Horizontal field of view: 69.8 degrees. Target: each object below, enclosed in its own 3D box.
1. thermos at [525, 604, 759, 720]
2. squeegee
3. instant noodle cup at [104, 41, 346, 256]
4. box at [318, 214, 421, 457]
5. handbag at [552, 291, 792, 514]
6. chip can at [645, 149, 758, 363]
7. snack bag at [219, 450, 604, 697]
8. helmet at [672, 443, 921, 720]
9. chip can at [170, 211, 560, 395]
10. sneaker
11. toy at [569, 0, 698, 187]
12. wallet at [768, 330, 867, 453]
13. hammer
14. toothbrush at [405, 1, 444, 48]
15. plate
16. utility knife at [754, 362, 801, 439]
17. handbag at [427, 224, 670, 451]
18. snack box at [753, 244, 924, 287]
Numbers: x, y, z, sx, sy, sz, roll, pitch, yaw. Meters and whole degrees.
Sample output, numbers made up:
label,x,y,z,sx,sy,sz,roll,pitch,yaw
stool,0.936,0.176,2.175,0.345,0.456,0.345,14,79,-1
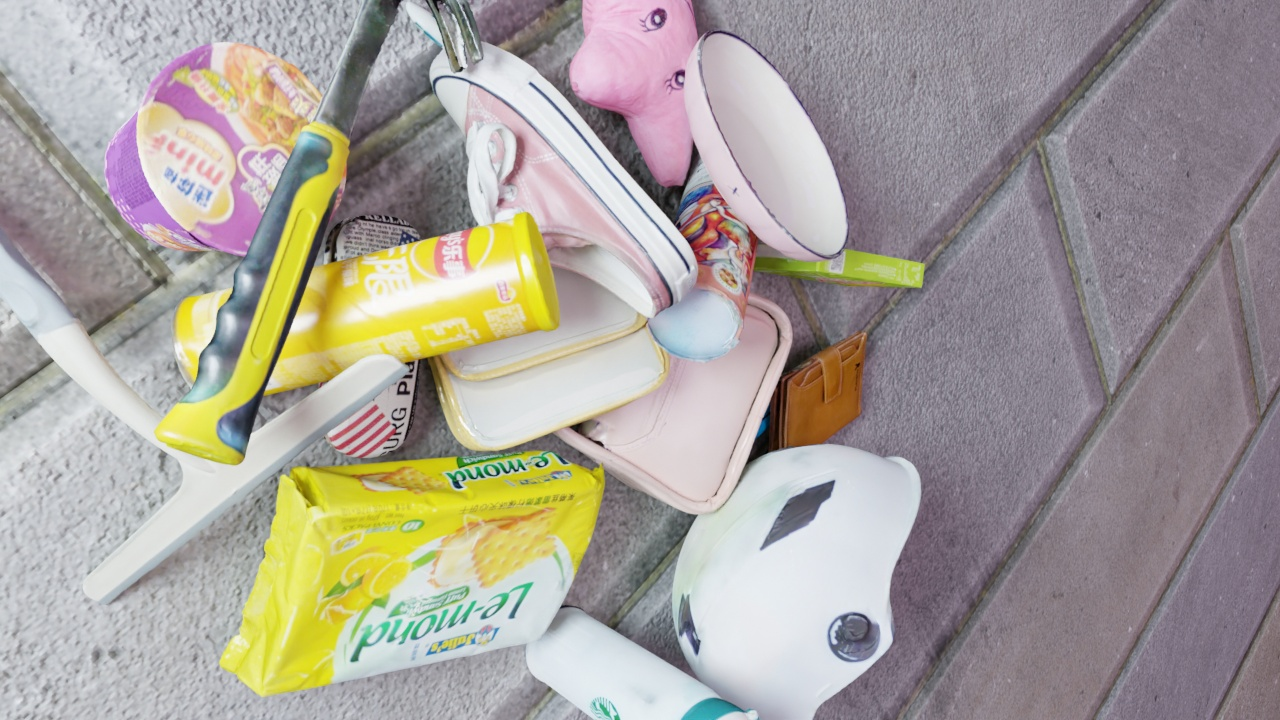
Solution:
label,x,y,z,sx,sy,sz,roll,pitch,yaw
thermos,-0.002,0.254,0.685,0.073,0.225,0.073,-7,101,-37
squeegee,-0.299,-0.011,0.489,0.247,0.039,0.246,-36,105,10
instant noodle cup,-0.238,-0.107,0.513,0.111,0.099,0.111,4,84,-46
box,-0.185,-0.016,0.620,0.074,0.064,0.164,-1,99,-62
handbag,-0.004,0.004,0.746,0.234,0.093,0.193,24,82,-30
chip can,0.057,-0.092,0.709,0.071,0.071,0.214,55,32,-30
snack bag,-0.144,0.134,0.628,0.246,0.068,0.158,2,122,-40
helmet,0.113,0.174,0.784,0.146,0.228,0.259,24,108,-5
chip can,-0.158,-0.028,0.543,0.213,0.072,0.072,-14,110,3
sneaker,-0.071,-0.111,0.599,0.087,0.118,0.241,-39,77,-17
toy,0.002,-0.226,0.702,0.178,0.075,0.195,-44,120,-41
wallet,0.174,0.032,0.896,0.130,0.035,0.119,-28,132,-37
hammer,-0.170,-0.102,0.489,0.126,0.032,0.322,30,67,-42
toothbrush,-0.093,-0.196,0.672,0.191,0.018,0.016,36,50,-37
plate,0.091,-0.156,0.696,0.192,0.039,0.192,33,43,-38
utility knife,0.124,0.044,0.884,0.165,0.018,0.034,-38,118,-29
handbag,-0.076,-0.037,0.660,0.163,0.063,0.178,-19,91,-19
snack box,0.188,-0.089,0.869,0.156,0.086,0.026,3,93,-39
